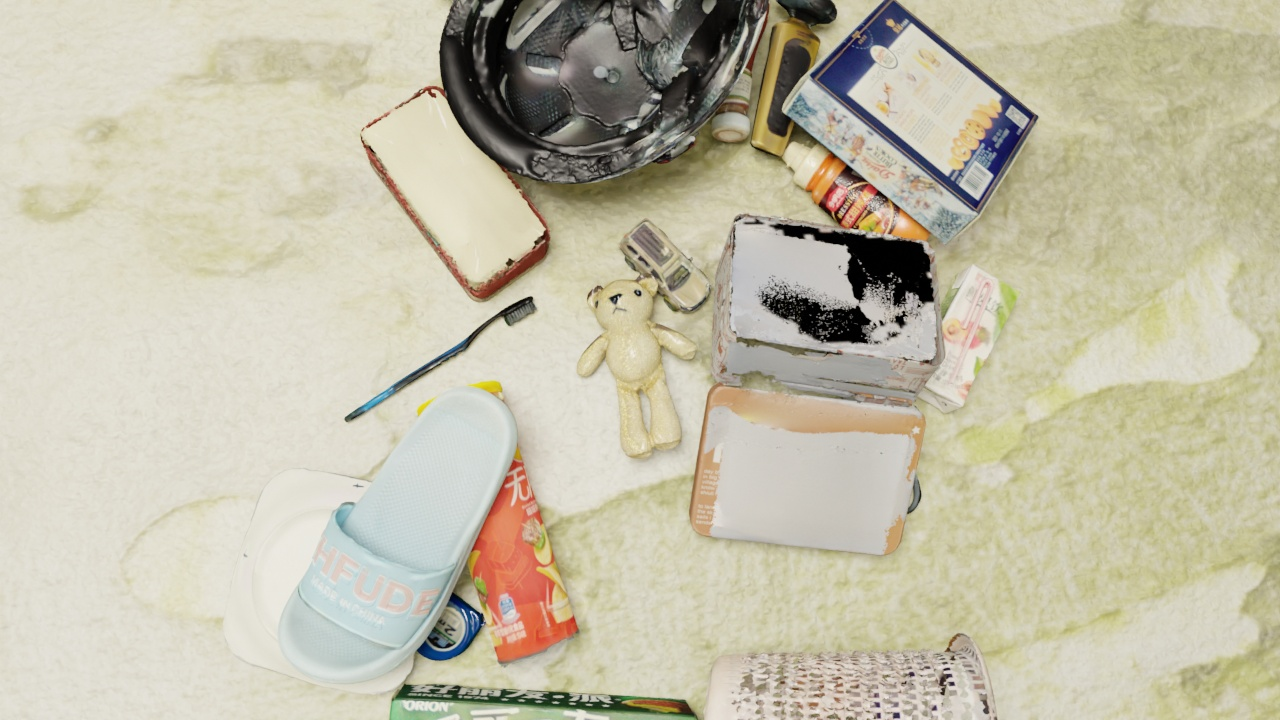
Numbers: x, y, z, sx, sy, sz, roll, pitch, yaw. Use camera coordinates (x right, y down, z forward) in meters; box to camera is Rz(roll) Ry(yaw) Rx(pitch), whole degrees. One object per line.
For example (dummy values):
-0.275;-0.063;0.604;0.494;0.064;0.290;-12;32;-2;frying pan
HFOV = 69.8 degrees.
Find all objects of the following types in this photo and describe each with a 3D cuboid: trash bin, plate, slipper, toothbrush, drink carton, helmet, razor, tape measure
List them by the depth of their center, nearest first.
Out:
-0.175;0.129;0.670;0.104;0.074;0.245;32;87;8;slipper
0.141;0.305;0.674;0.192;0.227;0.227;5;80;8;trash bin
-0.248;0.173;0.726;0.164;0.034;0.164;11;81;6;plate
-0.160;0.214;0.743;0.058;0.025;0.054;33;85;10;tape measure
-0.024;-0.262;0.764;0.230;0.157;0.274;41;94;4;helmet
-0.169;0.000;0.782;0.189;0.014;0.016;-34;109;-8;toothbrush
0.282;-0.020;0.808;0.053;0.045;0.122;31;79;1;drink carton
0.133;-0.259;0.819;0.062;0.068;0.167;19;79;-15;razor

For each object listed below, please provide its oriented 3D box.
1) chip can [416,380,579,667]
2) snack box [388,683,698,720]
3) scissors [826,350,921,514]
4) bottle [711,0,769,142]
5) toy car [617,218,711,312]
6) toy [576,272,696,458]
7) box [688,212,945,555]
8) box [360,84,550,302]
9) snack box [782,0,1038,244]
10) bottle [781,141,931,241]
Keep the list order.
-0.115;0.128;0.738;0.073;0.073;0.216;-18;84;-8;chip can
-0.078;0.321;0.714;0.240;0.063;0.114;6;82;-4;snack box
0.202;0.055;0.809;0.136;0.014;0.174;18;77;-1;scissors
0.085;-0.300;0.829;0.060;0.060;0.206;4;82;-5;bottle
0.023;-0.082;0.801;0.042;0.035;0.090;-44;89;-9;toy car
-0.005;0.004;0.769;0.105;0.066;0.157;-14;75;10;toy
0.143;0.020;0.752;0.179;0.126;0.273;8;82;-3;box
-0.156;-0.140;0.771;0.091;0.080;0.168;-37;86;-10;box
0.241;-0.215;0.800;0.182;0.046;0.177;40;54;3;snack box
0.190;-0.147;0.815;0.149;0.067;0.066;37;80;8;bottle
